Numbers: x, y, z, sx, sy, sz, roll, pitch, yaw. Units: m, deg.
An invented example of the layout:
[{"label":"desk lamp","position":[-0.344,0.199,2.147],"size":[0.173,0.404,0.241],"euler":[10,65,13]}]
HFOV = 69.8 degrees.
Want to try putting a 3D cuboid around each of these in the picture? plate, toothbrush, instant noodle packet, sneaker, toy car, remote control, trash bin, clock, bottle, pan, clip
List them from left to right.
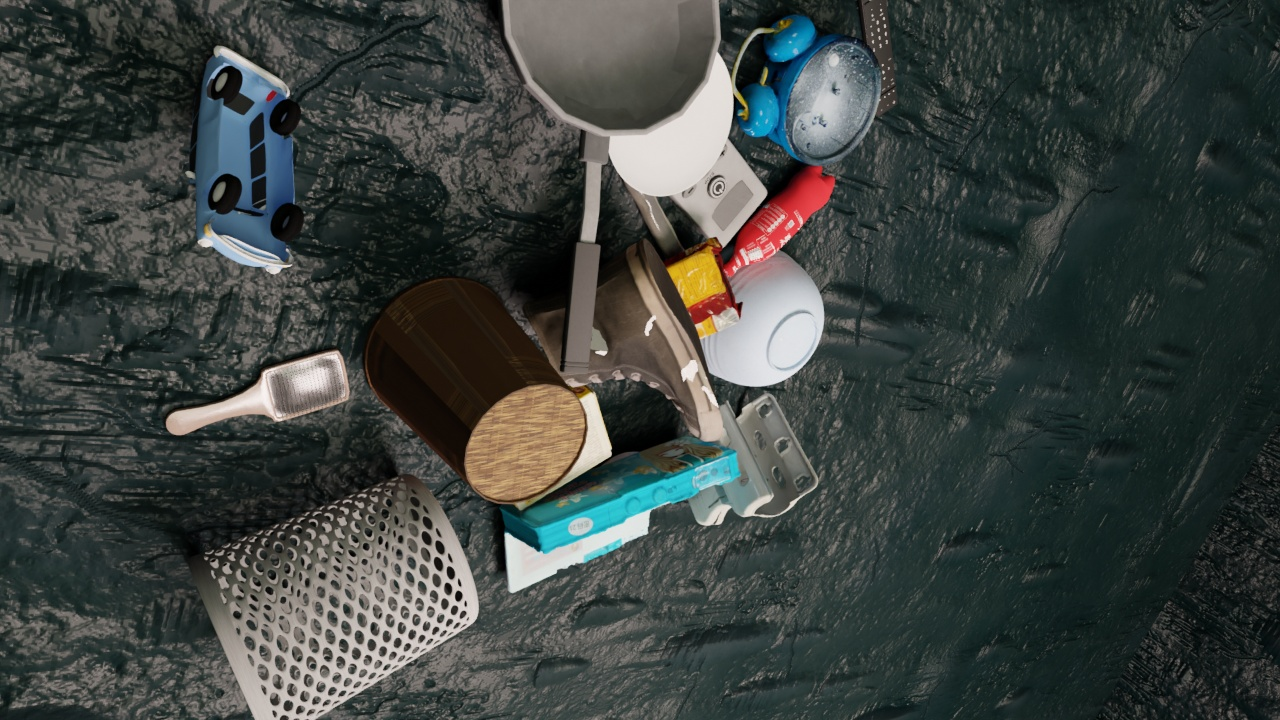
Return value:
[{"label":"toy car","position":[-0.249,-0.123,0.572],"size":[0.055,0.153,0.056],"euler":[-25,151,26]},{"label":"trash bin","position":[-0.244,0.192,0.749],"size":[0.183,0.156,0.157],"euler":[-24,128,-27]},{"label":"pan","position":[-0.035,-0.168,0.694],"size":[0.178,0.041,0.357],"euler":[4,95,-27]},{"label":"sneaker","position":[-0.004,0.005,0.815],"size":[0.120,0.095,0.235],"euler":[-21,141,11]},{"label":"toothbrush","position":[-0.002,-0.154,0.811],"size":[0.186,0.022,0.024],"euler":[58,41,-41]},{"label":"plate","position":[0.023,-0.207,0.774],"size":[0.134,0.011,0.135],"euler":[-17,121,-31]},{"label":"instant noodle packet","position":[0.028,-0.052,0.864],"size":[0.135,0.039,0.098],"euler":[-27,134,2]},{"label":"remote control","position":[0.059,-0.172,0.845],"size":[0.074,0.019,0.151],"euler":[-50,134,-1]},{"label":"clip","position":[0.099,0.116,0.988],"size":[0.152,0.126,0.104],"euler":[-35,144,17]},{"label":"bottle","position":[0.134,-0.136,0.907],"size":[0.141,0.042,0.042],"euler":[-45,134,-5]},{"label":"clock","position":[0.149,-0.248,0.840],"size":[0.161,0.060,0.117],"euler":[15,107,-40]},{"label":"remote control","position":[0.233,-0.308,0.900],"size":[0.030,0.009,0.140],"euler":[-35,132,-15]}]

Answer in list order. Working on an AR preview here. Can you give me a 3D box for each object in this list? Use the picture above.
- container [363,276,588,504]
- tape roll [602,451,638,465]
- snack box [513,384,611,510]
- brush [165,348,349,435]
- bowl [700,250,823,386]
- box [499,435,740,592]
[{"label":"container","position":[-0.126,0.025,0.724],"size":[0.132,0.167,0.132],"euler":[-18,126,-28]},{"label":"tape roll","position":[-0.019,0.140,0.980],"size":[0.092,0.013,0.093],"euler":[-18,125,-28]},{"label":"snack box","position":[-0.092,0.070,0.849],"size":[0.105,0.061,0.084],"euler":[-30,131,-19]},{"label":"brush","position":[-0.293,0.031,0.708],"size":[0.135,0.015,0.050],"euler":[-19,127,-27]},{"label":"bowl","position":[0.135,-0.033,0.947],"size":[0.150,0.075,0.151],"euler":[-18,125,-28]},{"label":"box","position":[-0.029,0.143,0.926],"size":[0.226,0.084,0.172],"euler":[-17,161,-28]}]
